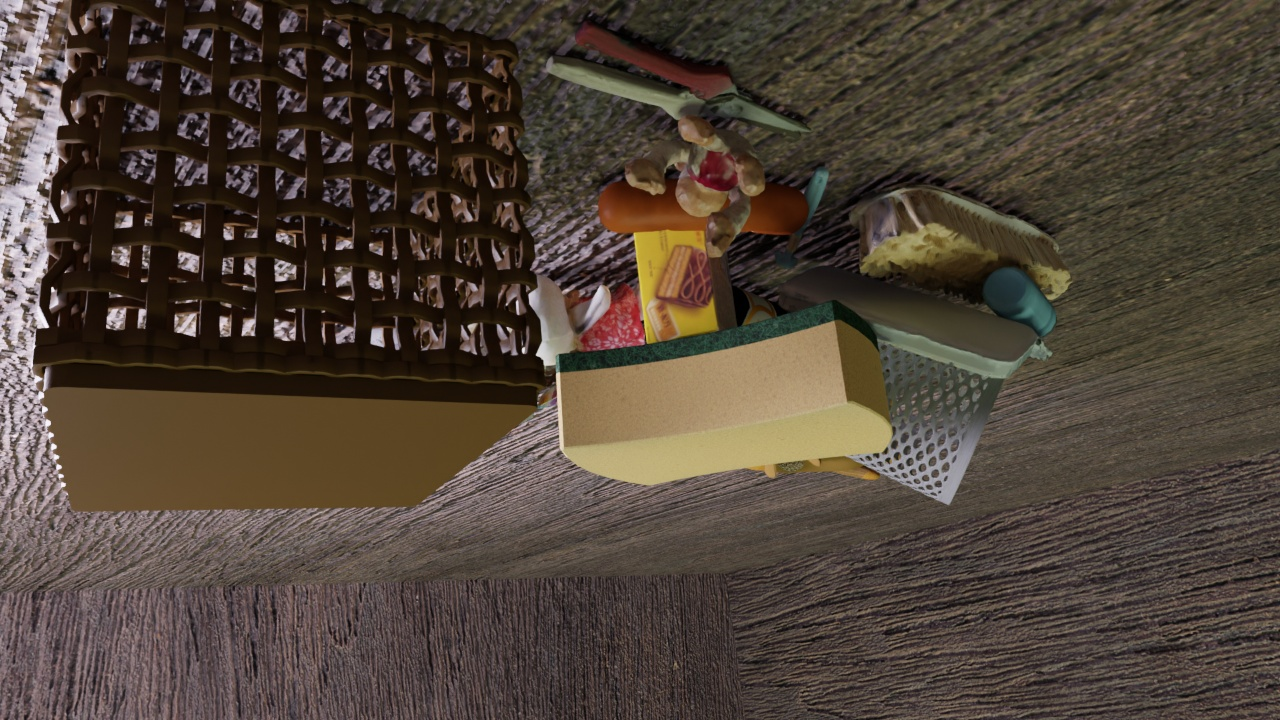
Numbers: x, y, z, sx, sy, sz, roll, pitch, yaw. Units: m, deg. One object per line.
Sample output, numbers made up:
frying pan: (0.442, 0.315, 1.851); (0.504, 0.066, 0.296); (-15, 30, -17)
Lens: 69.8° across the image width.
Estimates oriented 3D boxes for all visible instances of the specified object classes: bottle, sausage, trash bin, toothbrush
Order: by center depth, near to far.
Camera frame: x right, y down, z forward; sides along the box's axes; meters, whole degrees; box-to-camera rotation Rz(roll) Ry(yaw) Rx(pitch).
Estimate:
sausage: (0.050, -0.115, 0.687); (0.164, 0.039, 0.044); (-1, 166, -15)
toothbrush: (0.133, -0.115, 0.754); (0.022, 0.016, 0.155); (25, 161, 7)
bottle: (0.337, -0.047, 0.806); (0.040, 0.040, 0.130); (-18, 159, 31)
bottle: (0.119, -0.032, 0.918); (0.059, 0.059, 0.181); (-21, 156, 36)
trash bin: (0.252, 0.035, 0.925); (0.183, 0.156, 0.156); (23, 170, 19)

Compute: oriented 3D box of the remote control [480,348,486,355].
remote control: (-0.153, -0.015, 0.955); (0.045, 0.008, 0.147); (4, 158, -30)

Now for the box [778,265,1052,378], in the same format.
box: (0.246, -0.038, 0.807); (0.210, 0.061, 0.192); (23, -159, 32)

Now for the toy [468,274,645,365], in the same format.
toy: (-0.071, -0.038, 0.813); (0.194, 0.084, 0.159); (-9, 180, -4)

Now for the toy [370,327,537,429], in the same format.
toy: (-0.211, 0.037, 0.895); (0.267, 0.140, 0.247); (-6, 166, -28)

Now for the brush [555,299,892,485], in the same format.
brush: (0.071, 0.037, 0.748); (0.251, 0.075, 0.195); (-11, 161, 18)

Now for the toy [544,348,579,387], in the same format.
toy: (-0.076, -0.009, 0.946); (0.102, 0.041, 0.055); (-30, 113, 30)

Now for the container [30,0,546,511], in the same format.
container: (-0.208, -0.043, 0.539); (0.219, 0.214, 0.252); (4, 159, -28)

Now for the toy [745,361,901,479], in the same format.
toy: (0.190, 0.072, 1.073); (0.203, 0.199, 0.162); (-11, -155, 6)

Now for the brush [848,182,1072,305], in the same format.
brush: (0.282, -0.095, 0.795); (0.270, 0.056, 0.083); (10, 153, -40)

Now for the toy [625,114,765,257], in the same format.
toy: (0.038, -0.124, 0.614); (0.085, 0.074, 0.105); (29, -164, -3)

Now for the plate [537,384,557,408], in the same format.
plate: (-0.006, 0.006, 0.982); (0.186, 0.016, 0.187); (-13, 171, -46)

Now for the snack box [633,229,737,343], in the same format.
snack box: (0.040, -0.054, 0.759); (0.061, 0.105, 0.083); (-12, 161, 16)

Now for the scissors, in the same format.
scissors: (0.036, -0.169, 0.566); (0.188, 0.015, 0.146); (-6, 160, -6)
